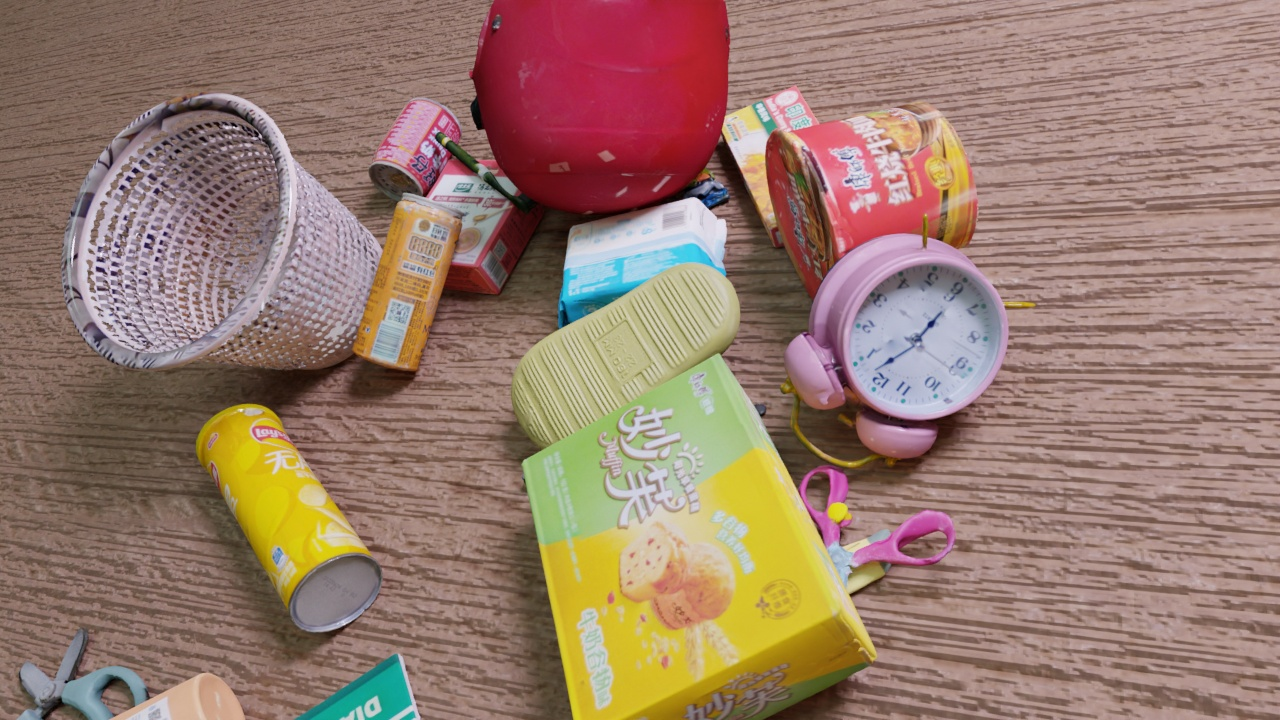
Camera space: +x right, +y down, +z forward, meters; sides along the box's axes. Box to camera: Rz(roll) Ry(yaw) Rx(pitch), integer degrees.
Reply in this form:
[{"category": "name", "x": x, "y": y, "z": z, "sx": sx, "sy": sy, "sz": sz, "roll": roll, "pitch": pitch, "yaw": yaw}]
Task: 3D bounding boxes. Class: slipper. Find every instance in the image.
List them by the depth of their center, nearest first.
[{"category": "slipper", "x": -0.004, "y": 0.004, "z": 0.674, "sx": 0.191, "sy": 0.081, "sz": 0.091, "roll": -33, "pitch": 68, "yaw": 18}]

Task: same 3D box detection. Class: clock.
[{"category": "clock", "x": 0.157, "y": -0.003, "z": 0.576, "sx": 0.159, "sy": 0.117, "sz": 0.059, "roll": -52, "pitch": 10, "yaw": 11}]

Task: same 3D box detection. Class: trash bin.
[{"category": "trash bin", "x": -0.331, "y": -0.083, "z": 0.789, "sx": 0.228, "sy": 0.192, "sz": 0.227, "roll": -5, "pitch": 76, "yaw": 18}]

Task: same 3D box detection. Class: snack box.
[{"category": "snack box", "x": 0.023, "y": 0.115, "z": 0.558, "sx": 0.158, "sy": 0.070, "sz": 0.209, "roll": -30, "pitch": 43, "yaw": 8}, {"category": "snack box", "x": 0.123, "y": -0.166, "z": 0.775, "sx": 0.077, "sy": 0.027, "sz": 0.155, "roll": -22, "pitch": 49, "yaw": 7}, {"category": "snack box", "x": -0.158, "y": -0.128, "z": 0.866, "sx": 0.113, "sy": 0.044, "sz": 0.126, "roll": 9, "pitch": 61, "yaw": 31}]

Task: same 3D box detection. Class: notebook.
[{"category": "notebook", "x": -0.224, "y": 0.306, "z": 0.588, "sx": 0.209, "sy": 0.012, "sz": 0.150, "roll": -33, "pitch": 47, "yaw": -1}]

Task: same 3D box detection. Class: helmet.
[{"category": "helmet", "x": -0.032, "y": -0.186, "z": 0.749, "sx": 0.206, "sy": 0.240, "sz": 0.143, "roll": -3, "pitch": 76, "yaw": -14}]

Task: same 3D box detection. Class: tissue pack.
[{"category": "tissue pack", "x": 0.001, "y": -0.069, "z": 0.733, "sx": 0.140, "sy": 0.063, "sz": 0.089, "roll": -11, "pitch": 49, "yaw": 16}]

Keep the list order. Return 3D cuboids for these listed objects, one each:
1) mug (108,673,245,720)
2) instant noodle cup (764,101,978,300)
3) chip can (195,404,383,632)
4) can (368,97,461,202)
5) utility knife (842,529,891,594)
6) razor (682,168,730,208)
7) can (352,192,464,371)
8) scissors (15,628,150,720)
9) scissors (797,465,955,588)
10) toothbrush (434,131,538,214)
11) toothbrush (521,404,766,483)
[{"category": "mug", "x": -0.341, "y": 0.272, "z": 0.628, "sx": 0.122, "sy": 0.078, "sz": 0.078, "roll": -31, "pitch": 48, "yaw": -6}, {"category": "instant noodle cup", "x": 0.163, "y": -0.113, "z": 0.653, "sx": 0.108, "sy": 0.138, "sz": 0.137, "roll": -20, "pitch": 48, "yaw": -3}, {"category": "chip can", "x": -0.279, "y": 0.117, "z": 0.718, "sx": 0.072, "sy": 0.072, "sz": 0.213, "roll": -43, "pitch": 50, "yaw": -10}, {"category": "can", "x": -0.234, "y": -0.217, "z": 0.954, "sx": 0.067, "sy": 0.066, "sz": 0.093, "roll": 5, "pitch": 57, "yaw": 28}, {"category": "utility knife", "x": 0.060, "y": 0.159, "z": 0.561, "sx": 0.213, "sy": 0.022, "sz": 0.031, "roll": -23, "pitch": 45, "yaw": -1}, {"category": "razor", "x": 0.042, "y": -0.187, "z": 0.832, "sx": 0.043, "sy": 0.022, "sz": 0.142, "roll": -21, "pitch": 49, "yaw": 7}, {"category": "can", "x": -0.200, "y": -0.066, "z": 0.791, "sx": 0.058, "sy": 0.058, "sz": 0.146, "roll": 18, "pitch": 91, "yaw": 34}, {"category": "scissors", "x": -0.440, "y": 0.287, "z": 0.699, "sx": 0.179, "sy": 0.019, "sz": 0.169, "roll": -7, "pitch": 52, "yaw": 22}, {"category": "scissors", "x": 0.126, "y": 0.116, "z": 0.550, "sx": 0.135, "sy": 0.017, "sz": 0.133, "roll": -10, "pitch": 46, "yaw": 24}, {"category": "toothbrush", "x": -0.147, "y": -0.180, "z": 0.860, "sx": 0.017, "sy": 0.012, "sz": 0.186, "roll": -38, "pitch": 48, "yaw": -12}, {"category": "toothbrush", "x": 0.000, "y": 0.061, "z": 0.667, "sx": 0.190, "sy": 0.016, "sz": 0.014, "roll": -18, "pitch": 54, "yaw": 11}]
